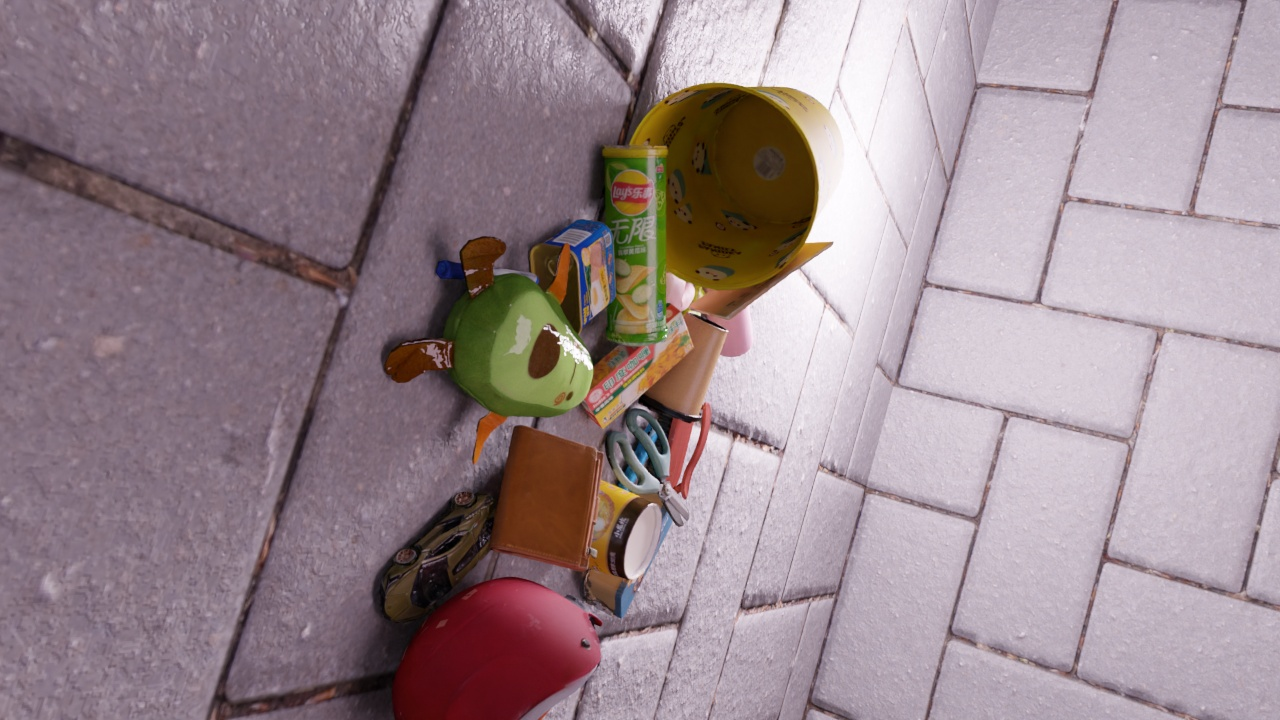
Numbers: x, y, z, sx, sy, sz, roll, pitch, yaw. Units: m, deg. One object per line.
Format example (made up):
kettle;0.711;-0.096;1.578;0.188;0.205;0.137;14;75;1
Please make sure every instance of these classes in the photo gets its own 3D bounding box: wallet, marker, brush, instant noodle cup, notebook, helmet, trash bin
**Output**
wallet;-0.085;0.142;0.934;0.119;0.035;0.130;21;60;-23
marker;-0.140;-0.080;0.863;0.145;0.017;0.017;-1;104;-63
brush;0.055;0.123;1.303;0.063;0.069;0.146;10;94;-63
instant noodle cup;-0.045;0.197;1.087;0.118;0.114;0.119;-41;139;-51
notebook;0.139;-0.099;1.110;0.148;0.008;0.207;-35;-170;-4
helmet;-0.149;0.293;0.887;0.206;0.144;0.240;-47;179;-8
trash bin;0.133;-0.231;1.120;0.254;0.230;0.230;-41;138;-58

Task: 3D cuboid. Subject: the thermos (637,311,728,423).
thermos;0.057;0.012;1.199;0.093;0.093;0.143;6;110;-64

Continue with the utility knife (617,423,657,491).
utility knife;-0.027;0.179;1.224;0.034;0.018;0.217;89;26;-62

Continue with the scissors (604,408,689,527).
scissors;0.010;0.155;1.194;0.143;0.019;0.180;-30;98;-49

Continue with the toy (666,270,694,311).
toy;0.032;-0.079;1.168;0.159;0.054;0.121;-42;149;-53

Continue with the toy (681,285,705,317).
toy;0.068;-0.057;1.271;0.096;0.031;0.100;23;86;-83

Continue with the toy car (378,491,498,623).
toy car;-0.188;0.189;0.881;0.157;0.042;0.070;-44;140;-43

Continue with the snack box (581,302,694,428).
snack box;-0.007;0.006;1.100;0.155;0.027;0.077;-41;145;-12

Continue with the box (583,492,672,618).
box;-0.010;0.247;1.231;0.183;0.061;0.090;-57;162;-30

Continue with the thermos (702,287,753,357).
thermos;0.122;-0.101;1.340;0.087;0.067;0.199;-96;173;-45

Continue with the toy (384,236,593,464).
toy;-0.118;-0.011;0.861;0.227;0.090;0.246;-63;149;-5

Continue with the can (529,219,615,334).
can;-0.068;-0.088;0.960;0.083;0.057;0.102;-46;142;-50

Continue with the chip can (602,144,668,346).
chip can;-0.005;-0.126;1.018;0.072;0.073;0.221;-24;117;-59
